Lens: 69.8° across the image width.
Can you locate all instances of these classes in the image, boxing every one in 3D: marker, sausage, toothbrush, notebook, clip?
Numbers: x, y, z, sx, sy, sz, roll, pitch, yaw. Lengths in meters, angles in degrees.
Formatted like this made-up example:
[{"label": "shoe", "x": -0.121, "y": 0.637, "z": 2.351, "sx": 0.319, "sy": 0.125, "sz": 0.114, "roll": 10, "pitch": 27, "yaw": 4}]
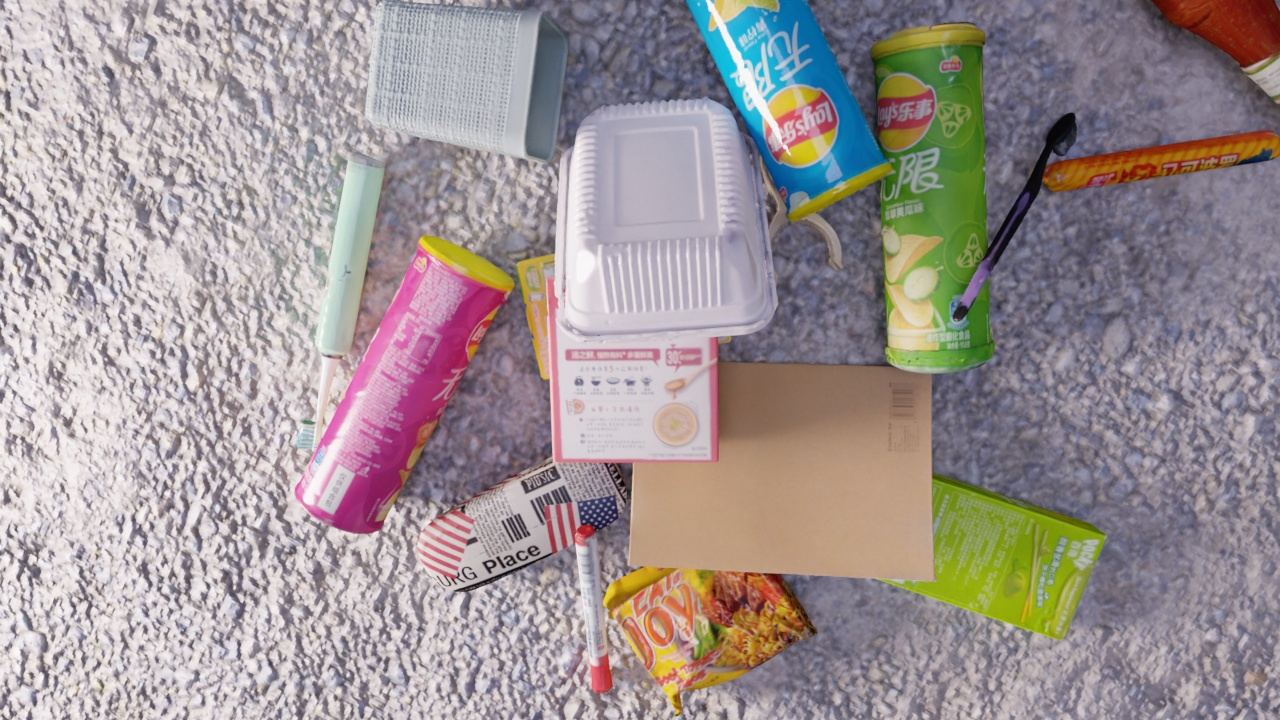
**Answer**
[{"label": "marker", "x": -0.034, "y": 0.185, "z": 0.678, "sx": 0.017, "sy": 0.017, "sz": 0.145, "roll": -2, "pitch": 114, "yaw": 4}, {"label": "sausage", "x": 0.350, "y": -0.134, "z": 0.617, "sx": 0.165, "sy": 0.021, "sz": 0.021, "roll": -8, "pitch": 98, "yaw": 6}, {"label": "toothbrush", "x": -0.220, "y": -0.039, "z": 0.672, "sx": 0.027, "sy": 0.026, "sz": 0.224, "roll": 10, "pitch": 100, "yaw": -19}, {"label": "toothbrush", "x": 0.244, "y": -0.094, "z": 0.593, "sx": 0.017, "sy": 0.014, "sz": 0.188, "roll": 48, "pitch": 66, "yaw": -29}, {"label": "notebook", "x": 0.100, "y": 0.075, "z": 0.649, "sx": 0.211, "sy": 0.012, "sz": 0.149, "roll": 2, "pitch": 80, "yaw": 6}, {"label": "clip", "x": 0.116, "y": -0.097, "z": 0.635, "sx": 0.094, "sy": 0.035, "sz": 0.102, "roll": 10, "pitch": 92, "yaw": 7}]

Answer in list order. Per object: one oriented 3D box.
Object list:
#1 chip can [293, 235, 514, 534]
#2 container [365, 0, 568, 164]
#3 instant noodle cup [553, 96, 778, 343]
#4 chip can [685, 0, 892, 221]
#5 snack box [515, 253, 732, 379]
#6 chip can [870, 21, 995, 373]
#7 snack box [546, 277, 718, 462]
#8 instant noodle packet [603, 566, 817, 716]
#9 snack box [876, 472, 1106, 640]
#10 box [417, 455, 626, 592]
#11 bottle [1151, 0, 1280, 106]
[{"label": "chip can", "x": -0.170, "y": 0.019, "z": 0.655, "sx": 0.071, "sy": 0.071, "sz": 0.211, "roll": 30, "pitch": 100, "yaw": -1}, {"label": "container", "x": -0.115, "y": -0.185, "z": 0.612, "sx": 0.111, "sy": 0.090, "sz": 0.090, "roll": 9, "pitch": 99, "yaw": 6}, {"label": "instant noodle cup", "x": 0.012, "y": -0.099, "z": 0.579, "sx": 0.138, "sy": 0.060, "sz": 0.173, "roll": -4, "pitch": 55, "yaw": 3}, {"label": "chip can", "x": 0.081, "y": -0.197, "z": 0.581, "sx": 0.071, "sy": 0.071, "sz": 0.210, "roll": -27, "pitch": 91, "yaw": 7}, {"label": "snack box", "x": -0.011, "y": -0.043, "z": 0.653, "sx": 0.140, "sy": 0.033, "sz": 0.087, "roll": -12, "pitch": 98, "yaw": 4}, {"label": "chip can", "x": 0.194, "y": -0.102, "z": 0.608, "sx": 0.072, "sy": 0.072, "sz": 0.221, "roll": -4, "pitch": 99, "yaw": 5}, {"label": "snack box", "x": -0.004, "y": 0.004, "z": 0.621, "sx": 0.113, "sy": 0.044, "sz": 0.127, "roll": 0, "pitch": 102, "yaw": 5}, {"label": "instant noodle packet", "x": 0.048, "y": 0.189, "z": 0.679, "sx": 0.128, "sy": 0.044, "sz": 0.111, "roll": -32, "pitch": 91, "yaw": 9}, {"label": "snack box", "x": 0.243, "y": 0.137, "z": 0.664, "sx": 0.156, "sy": 0.026, "sz": 0.086, "roll": 18, "pitch": 99, "yaw": 2}, {"label": "box", "x": -0.087, "y": 0.116, "z": 0.681, "sx": 0.164, "sy": 0.059, "sz": 0.072, "roll": -24, "pitch": 119, "yaw": 7}, {"label": "bottle", "x": 0.368, "y": -0.231, "z": 0.582, "sx": 0.060, "sy": 0.059, "sz": 0.206, "roll": -44, "pitch": 94, "yaw": 9}]
